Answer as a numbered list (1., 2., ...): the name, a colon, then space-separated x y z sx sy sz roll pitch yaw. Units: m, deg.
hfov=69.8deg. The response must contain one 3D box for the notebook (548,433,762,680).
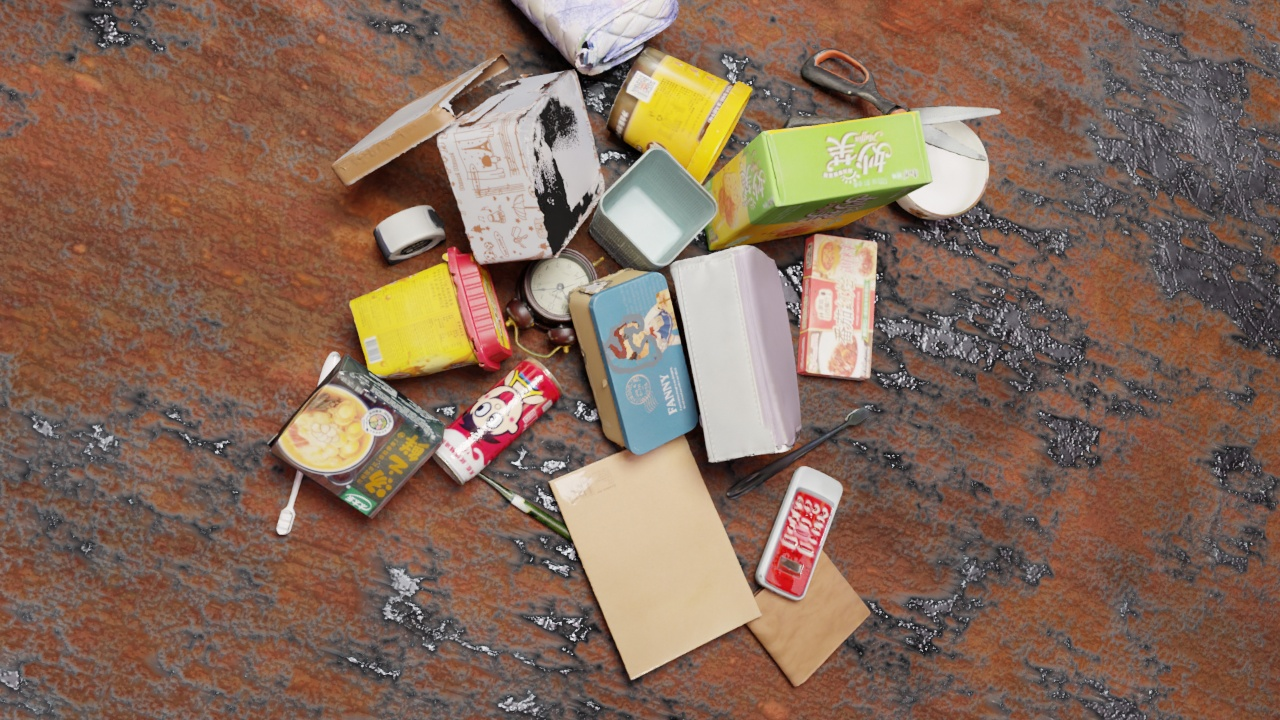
1. notebook: 0.015 0.190 0.926 0.149 0.012 0.211 -22 84 -15

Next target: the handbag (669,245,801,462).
1. handbag: 0.101 -0.006 0.914 0.099 0.144 0.197 -11 86 25

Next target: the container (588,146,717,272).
1. container: 0.007 -0.141 0.918 0.090 0.111 0.089 45 78 -5

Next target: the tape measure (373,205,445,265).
1. tape measure: -0.224 -0.123 0.890 0.065 0.066 0.033 -27 89 -13

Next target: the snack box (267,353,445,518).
1. snack box: -0.261 0.076 0.835 0.113 0.053 0.126 39 101 -20

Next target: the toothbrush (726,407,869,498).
1. toothbrush: 0.168 0.099 0.980 0.181 0.018 0.015 -30 97 -11

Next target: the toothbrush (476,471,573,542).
1. toothbrush: -0.116 0.149 0.916 0.186 0.012 0.017 34 85 -7

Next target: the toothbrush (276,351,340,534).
1. toothbrush: -0.317 0.078 0.877 0.016 0.016 0.180 16 81 -12

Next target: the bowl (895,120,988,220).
1. bowl: 0.318 -0.207 1.015 0.113 0.062 0.113 1 84 -13

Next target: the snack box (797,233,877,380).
1. snack box: 0.214 -0.057 0.998 0.075 0.025 0.152 6 84 -12

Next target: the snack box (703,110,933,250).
1. snack box: 0.161 -0.171 0.902 0.157 0.210 0.070 -11 89 -13

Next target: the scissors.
1. scissors: 0.257 -0.271 0.983 0.222 0.021 0.210 -18 70 11

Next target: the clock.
1. clock: -0.087 -0.060 0.918 0.082 0.055 0.121 25 77 -9

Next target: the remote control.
1. remote control: 0.167 0.179 0.959 0.056 0.020 0.135 26 73 -4

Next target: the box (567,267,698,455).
1. box: -0.005 0.005 0.900 0.089 0.060 0.184 -26 110 -25

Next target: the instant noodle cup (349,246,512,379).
1. instant noodle cup: -0.198 -0.035 0.871 0.123 0.116 0.116 -17 88 -1

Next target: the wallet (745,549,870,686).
1. wallet: 0.172 0.265 0.963 0.115 0.020 0.101 -37 92 -16

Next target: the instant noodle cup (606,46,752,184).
1. instant noodle cup: 0.036 -0.250 0.936 0.114 0.118 0.118 29 79 -1

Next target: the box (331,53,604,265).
1. box: -0.161 -0.184 0.852 0.194 0.182 0.157 -5 119 19

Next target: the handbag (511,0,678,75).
1. handbag: -0.059 -0.377 0.911 0.134 0.076 0.194 -32 64 -12

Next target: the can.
1. can: -0.140 0.058 0.890 0.132 0.053 0.053 -43 94 -19
